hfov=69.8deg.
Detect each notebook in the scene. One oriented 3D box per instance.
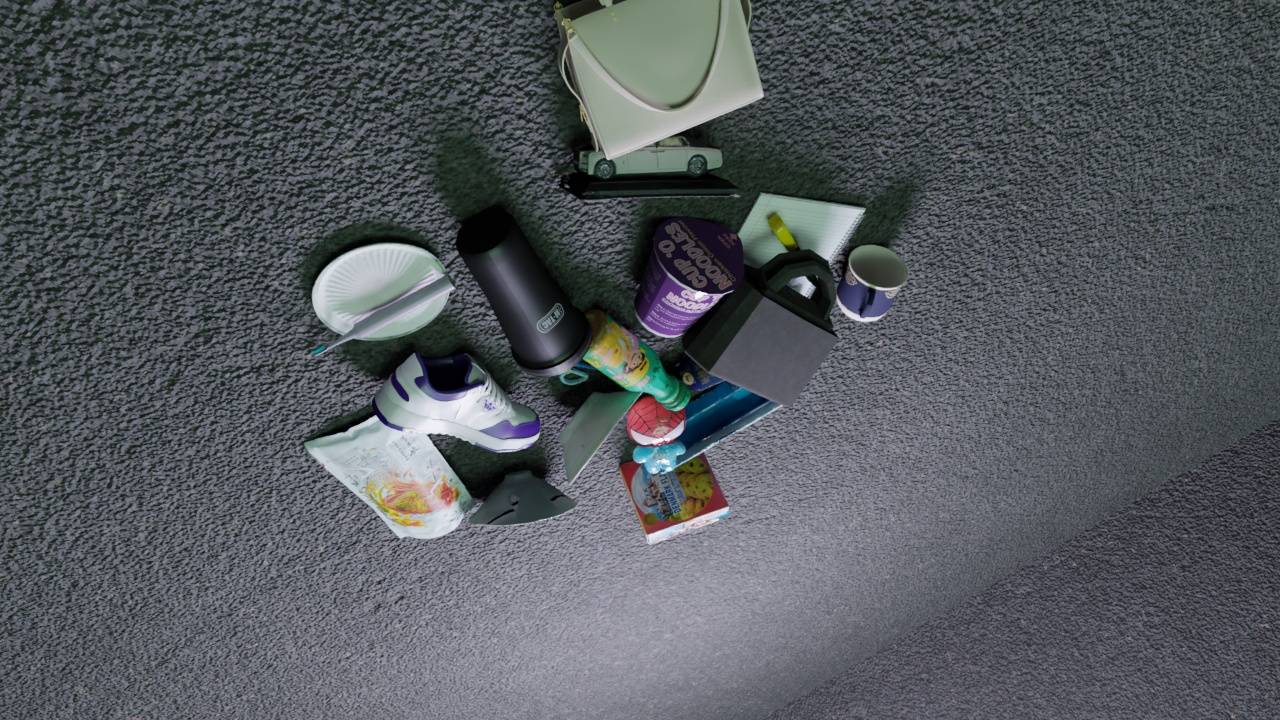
[{"bbox_3d":[0.185,-0.126,1.281,0.177,0.013,0.246,2,136,-28],"label":"notebook"}]

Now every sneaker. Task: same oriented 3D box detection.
[{"bbox_3d":[-0.223,0.045,1.218,0.243,0.091,0.111,14,120,-40],"label":"sneaker"}]

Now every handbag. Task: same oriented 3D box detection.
[{"bbox_3d":[0.178,-0.063,1.238,0.197,0.102,0.200,23,111,-42],"label":"handbag"},{"bbox_3d":[0.011,-0.322,0.888,0.194,0.101,0.198,-22,132,-1],"label":"handbag"}]

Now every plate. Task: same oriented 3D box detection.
[{"bbox_3d":[-0.301,-0.081,1.070,0.157,0.014,0.157,-15,142,-12],"label":"plate"}]

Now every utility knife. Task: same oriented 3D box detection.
[{"bbox_3d":[0.217,-0.138,1.249,0.020,0.028,0.187,-31,142,13],"label":"utility knife"}]

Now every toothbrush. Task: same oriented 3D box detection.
[{"bbox_3d":[-0.303,-0.050,1.077,0.188,0.018,0.019,-27,142,5],"label":"toothbrush"}]

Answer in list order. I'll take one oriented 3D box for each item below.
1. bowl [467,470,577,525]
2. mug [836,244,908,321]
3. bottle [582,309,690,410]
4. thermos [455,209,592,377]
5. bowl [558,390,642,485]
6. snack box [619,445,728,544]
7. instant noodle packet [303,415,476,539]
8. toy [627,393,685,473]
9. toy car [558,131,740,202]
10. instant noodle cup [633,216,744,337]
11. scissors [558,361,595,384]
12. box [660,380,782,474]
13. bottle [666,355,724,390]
[{"bbox_3d":[-0.189,0.209,1.440,0.174,0.068,0.174,-7,-179,0],"label":"bowl"},{"bbox_3d":[0.325,-0.096,1.315,0.086,0.111,0.089,18,140,4],"label":"mug"},{"bbox_3d":[-0.008,0.007,1.269,0.068,0.068,0.209,-38,132,18],"label":"bottle"},{"bbox_3d":[-0.140,-0.078,1.096,0.106,0.105,0.219,-25,139,2],"label":"thermos"},{"bbox_3d":[-0.071,0.096,1.343,0.176,0.058,0.176,-52,179,-2],"label":"bowl"},{"bbox_3d":[0.055,0.216,1.525,0.145,0.142,0.040,-18,144,-8],"label":"snack box"},{"bbox_3d":[-0.350,0.171,1.329,0.147,0.057,0.269,-25,139,0],"label":"instant noodle packet"},{"bbox_3d":[0.026,0.112,1.418,0.092,0.062,0.133,-6,102,0],"label":"toy"},{"bbox_3d":[0.011,-0.219,1.025,0.191,0.094,0.071,-6,110,-20],"label":"toy car"},{"bbox_3d":[0.055,-0.099,1.174,0.136,0.122,0.122,-32,165,-39],"label":"instant noodle cup"},{"bbox_3d":[-0.110,0.000,1.277,0.071,0.022,0.130,-41,137,24],"label":"scissors"},{"bbox_3d":[0.129,0.102,1.470,0.244,0.085,0.092,-31,144,11],"label":"box"},{"bbox_3d":[0.095,0.012,1.363,0.161,0.056,0.056,-23,144,12],"label":"bottle"}]
